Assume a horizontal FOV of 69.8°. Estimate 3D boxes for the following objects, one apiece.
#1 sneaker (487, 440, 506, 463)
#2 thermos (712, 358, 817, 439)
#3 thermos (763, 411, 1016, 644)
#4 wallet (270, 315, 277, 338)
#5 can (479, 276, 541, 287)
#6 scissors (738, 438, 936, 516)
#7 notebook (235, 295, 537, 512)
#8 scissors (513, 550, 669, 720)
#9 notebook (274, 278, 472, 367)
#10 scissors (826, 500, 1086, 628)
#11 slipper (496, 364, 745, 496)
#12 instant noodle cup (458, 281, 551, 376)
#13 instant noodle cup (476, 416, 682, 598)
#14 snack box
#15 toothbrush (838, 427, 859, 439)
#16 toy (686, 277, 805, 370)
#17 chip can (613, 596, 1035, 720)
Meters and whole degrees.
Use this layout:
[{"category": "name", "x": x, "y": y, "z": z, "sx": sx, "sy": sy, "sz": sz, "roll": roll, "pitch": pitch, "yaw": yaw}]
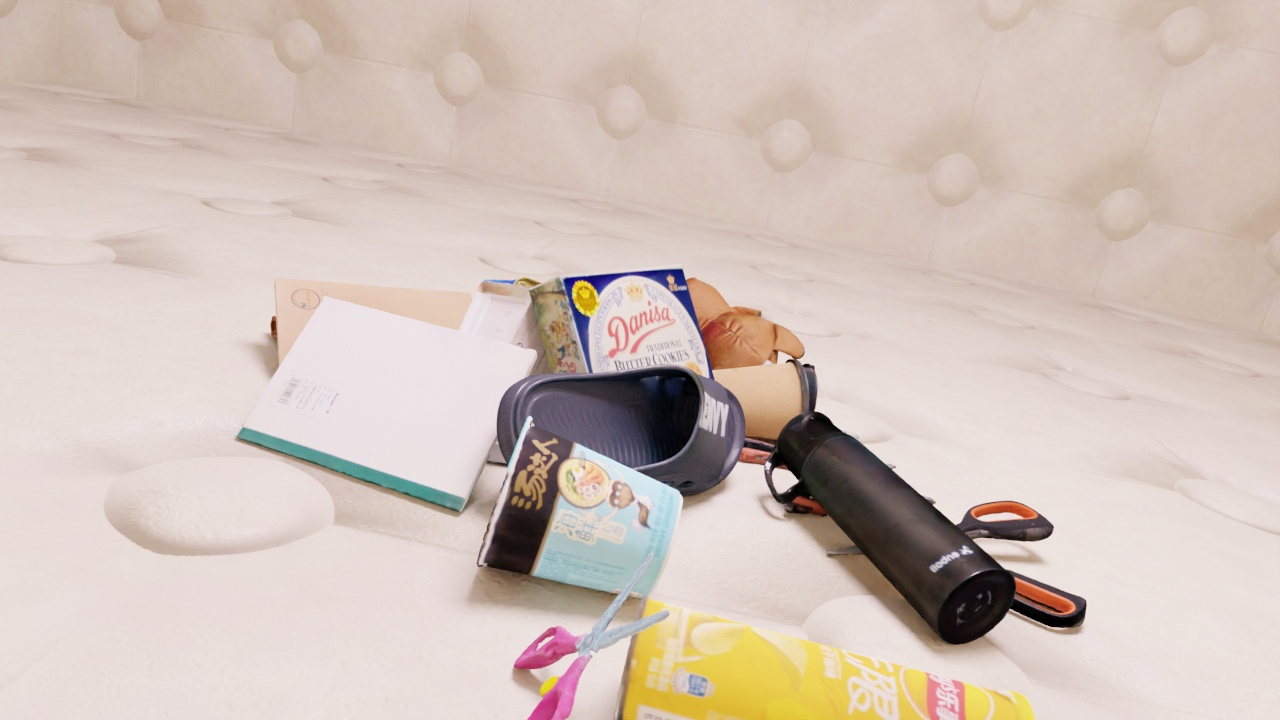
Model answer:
[{"category": "sneaker", "x": -0.175, "y": 0.025, "z": 0.828, "sx": 0.242, "sy": 0.091, "sz": 0.089, "roll": 12, "pitch": 18, "yaw": 1}, {"category": "thermos", "x": 0.115, "y": 0.043, "z": 0.980, "sx": 0.143, "sy": 0.093, "sz": 0.093, "roll": 1, "pitch": 18, "yaw": -8}, {"category": "thermos", "x": 0.186, "y": 0.131, "z": 0.749, "sx": 0.090, "sy": 0.068, "sz": 0.242, "roll": -37, "pitch": 33, "yaw": -4}, {"category": "wallet", "x": -0.324, "y": -0.030, "z": 0.996, "sx": 0.131, "sy": 0.031, "sz": 0.108, "roll": 1, "pitch": 8, "yaw": -32}, {"category": "can", "x": -0.148, "y": -0.070, "z": 1.172, "sx": 0.102, "sy": 0.057, "sz": 0.083, "roll": 17, "pitch": -7, "yaw": -42}, {"category": "scissors", "x": 0.180, "y": 0.113, "z": 0.912, "sx": 0.189, "sy": 0.015, "sz": 0.222, "roll": 25, "pitch": 20, "yaw": 38}, {"category": "notebook", "x": -0.208, "y": 0.029, "z": 0.758, "sx": 0.209, "sy": 0.012, "sz": 0.150, "roll": 15, "pitch": 61, "yaw": 15}, {"category": "scissors", "x": -0.033, "y": 0.157, "z": 0.500, "sx": 0.017, "sy": 0.133, "sz": 0.135, "roll": 45, "pitch": -27, "yaw": -14}, {"category": "notebook", "x": -0.264, "y": -0.023, "z": 0.946, "sx": 0.207, "sy": 0.008, "sz": 0.147, "roll": 3, "pitch": 49, "yaw": -27}, {"category": "scissors", "x": 0.272, "y": 0.161, "z": 0.786, "sx": 0.231, "sy": 0.022, "sz": 0.221, "roll": -14, "pitch": 33, "yaw": -36}, {"category": "slipper", "x": 0.010, "y": 0.057, "z": 0.759, "sx": 0.267, "sy": 0.110, "sz": 0.084, "roll": 5, "pitch": -15, "yaw": -42}, {"category": "instant noodle cup", "x": -0.104, "y": -0.011, "z": 0.881, "sx": 0.116, "sy": 0.116, "sz": 0.124, "roll": 10, "pitch": -19, "yaw": 39}, {"category": "instant noodle cup", "x": -0.038, "y": 0.108, "z": 0.632, "sx": 0.120, "sy": 0.111, "sz": 0.111, "roll": 18, "pitch": 16, "yaw": -3}, {"category": "snack box", "x": -0.005, "y": 0.005, "z": 0.861, "sx": 0.046, "sy": 0.182, "sz": 0.177, "roll": -19, "pitch": -4, "yaw": 40}, {"category": "toothbrush", "x": 0.156, "y": 0.068, "z": 1.045, "sx": 0.187, "sy": 0.016, "sz": 0.017, "roll": 12, "pitch": 7, "yaw": 5}, {"category": "toy", "x": 0.104, "y": -0.019, "z": 1.156, "sx": 0.200, "sy": 0.140, "sz": 0.130, "roll": 33, "pitch": -15, "yaw": 48}, {"category": "chip can", "x": 0.095, "y": 0.190, "z": 0.498, "sx": 0.213, "sy": 0.072, "sz": 0.072, "roll": 12, "pitch": 16, "yaw": 7}]
